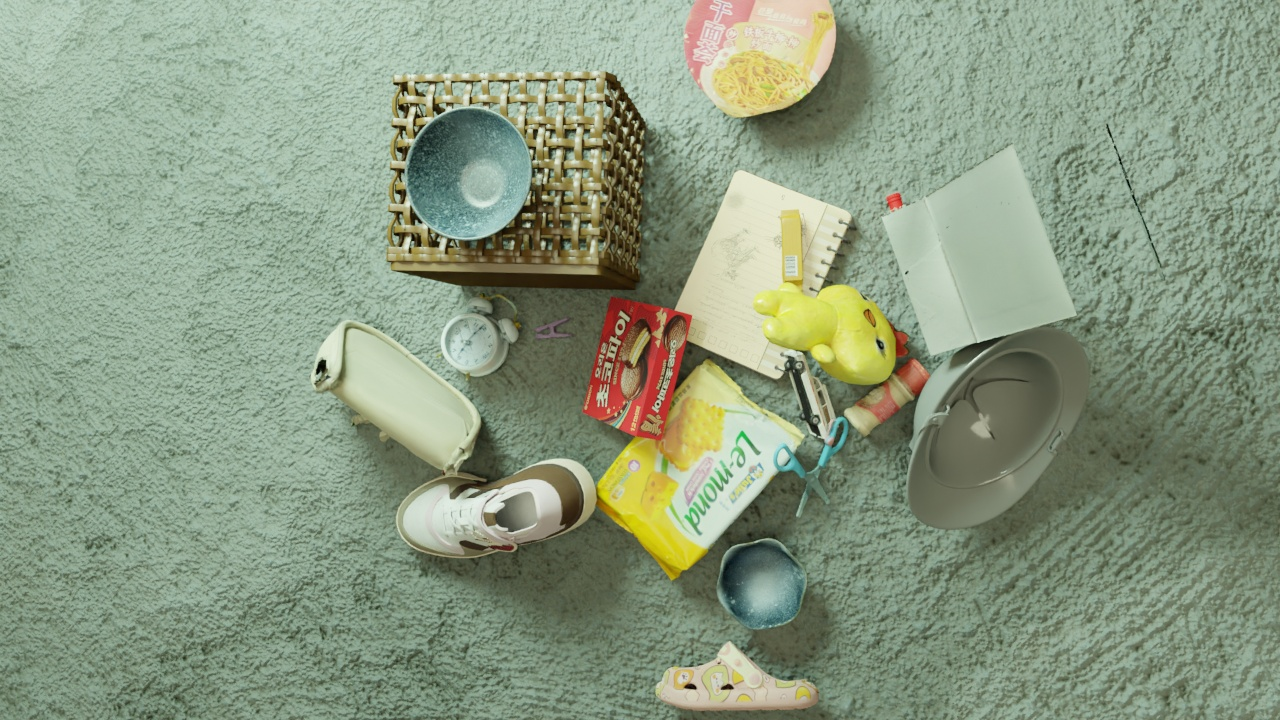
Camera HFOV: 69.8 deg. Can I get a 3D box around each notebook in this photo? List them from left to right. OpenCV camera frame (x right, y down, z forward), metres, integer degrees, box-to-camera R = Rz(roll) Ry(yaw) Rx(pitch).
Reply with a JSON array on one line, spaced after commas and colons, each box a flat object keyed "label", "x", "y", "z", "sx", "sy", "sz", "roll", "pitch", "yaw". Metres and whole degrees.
[{"label": "notebook", "x": 0.151, "y": -0.106, "z": 1.142, "sx": 0.167, "sy": 0.024, "sz": 0.225, "roll": 24, "pitch": 94, "yaw": 10}]

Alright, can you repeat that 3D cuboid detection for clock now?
[{"label": "clock", "x": -0.207, "y": -0.033, "z": 1.191, "sx": 0.083, "sy": 0.057, "sz": 0.117, "roll": 38, "pitch": 89, "yaw": 8}]

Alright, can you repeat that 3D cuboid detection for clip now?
[{"label": "clip", "x": -0.114, "y": -0.041, "z": 1.196, "sx": 0.051, "sy": 0.013, "sz": 0.032, "roll": -7, "pitch": 87, "yaw": 13}]

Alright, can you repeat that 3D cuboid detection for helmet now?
[{"label": "helmet", "x": 0.384, "y": 0.057, "z": 1.058, "sx": 0.183, "sy": 0.117, "sz": 0.272, "roll": 12, "pitch": 118, "yaw": -17}]

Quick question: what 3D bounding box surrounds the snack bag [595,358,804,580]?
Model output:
[{"label": "snack bag", "x": 0.065, "y": 0.134, "z": 1.136, "sx": 0.159, "sy": 0.068, "sz": 0.247, "roll": 42, "pitch": 97, "yaw": 6}]

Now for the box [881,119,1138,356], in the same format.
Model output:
[{"label": "box", "x": 0.367, "y": -0.112, "z": 0.942, "sx": 0.165, "sy": 0.330, "sz": 0.167, "roll": -19, "pitch": 87, "yaw": -6}]

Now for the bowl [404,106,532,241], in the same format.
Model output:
[{"label": "bowl", "x": -0.171, "y": -0.190, "z": 0.958, "sx": 0.137, "sy": 0.057, "sz": 0.137, "roll": 0, "pitch": 90, "yaw": 10}]

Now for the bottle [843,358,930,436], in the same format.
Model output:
[{"label": "bottle", "x": 0.299, "y": 0.045, "z": 1.106, "sx": 0.109, "sy": 0.044, "sz": 0.044, "roll": -39, "pitch": 84, "yaw": 9}]

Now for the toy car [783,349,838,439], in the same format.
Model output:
[{"label": "toy car", "x": 0.208, "y": 0.039, "z": 1.113, "sx": 0.039, "sy": 0.039, "sz": 0.113, "roll": -22, "pitch": 103, "yaw": -13}]

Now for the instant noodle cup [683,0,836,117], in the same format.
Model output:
[{"label": "instant noodle cup", "x": 0.146, "y": -0.381, "z": 1.116, "sx": 0.179, "sy": 0.077, "sz": 0.178, "roll": 0, "pitch": 91, "yaw": 10}]

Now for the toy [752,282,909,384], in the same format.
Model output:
[{"label": "toy", "x": 0.220, "y": -0.032, "z": 1.065, "sx": 0.092, "sy": 0.207, "sz": 0.133, "roll": -43, "pitch": 43, "yaw": 36}]

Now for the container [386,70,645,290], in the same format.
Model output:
[{"label": "container", "x": -0.138, "y": -0.202, "z": 1.094, "sx": 0.252, "sy": 0.219, "sz": 0.214, "roll": 2, "pitch": 90, "yaw": 10}]

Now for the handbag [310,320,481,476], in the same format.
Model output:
[{"label": "handbag", "x": -0.320, "y": 0.068, "z": 1.157, "sx": 0.229, "sy": 0.184, "sz": 0.132, "roll": 32, "pitch": 98, "yaw": -8}]

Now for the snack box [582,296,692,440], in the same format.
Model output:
[{"label": "snack box", "x": -0.007, "y": 0.007, "z": 1.120, "sx": 0.035, "sy": 0.133, "sz": 0.152, "roll": 12, "pitch": 93, "yaw": -33}]

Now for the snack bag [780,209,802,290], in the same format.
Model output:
[{"label": "snack bag", "x": 0.183, "y": -0.133, "z": 1.112, "sx": 0.026, "sy": 0.020, "sz": 0.099, "roll": -3, "pitch": 88, "yaw": 7}]

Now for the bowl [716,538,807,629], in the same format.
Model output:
[{"label": "bowl", "x": 0.150, "y": 0.270, "z": 1.127, "sx": 0.110, "sy": 0.055, "sz": 0.110, "roll": 0, "pitch": 90, "yaw": 11}]

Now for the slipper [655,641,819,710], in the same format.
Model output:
[{"label": "slipper", "x": 0.118, "y": 0.387, "z": 1.125, "sx": 0.197, "sy": 0.093, "sz": 0.081, "roll": -1, "pitch": 70, "yaw": 8}]

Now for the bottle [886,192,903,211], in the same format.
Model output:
[{"label": "bottle", "x": 0.322, "y": -0.143, "z": 1.104, "sx": 0.036, "sy": 0.036, "sz": 0.119, "roll": -18, "pitch": 87, "yaw": 10}]

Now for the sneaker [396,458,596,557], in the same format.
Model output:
[{"label": "sneaker", "x": -0.204, "y": 0.195, "z": 1.134, "sx": 0.294, "sy": 0.116, "sz": 0.111, "roll": -11, "pitch": 88, "yaw": 26}]

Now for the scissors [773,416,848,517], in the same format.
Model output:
[{"label": "scissors", "x": 0.199, "y": 0.127, "z": 1.095, "sx": 0.129, "sy": 0.015, "sz": 0.135, "roll": 11, "pitch": 100, "yaw": -33}]
